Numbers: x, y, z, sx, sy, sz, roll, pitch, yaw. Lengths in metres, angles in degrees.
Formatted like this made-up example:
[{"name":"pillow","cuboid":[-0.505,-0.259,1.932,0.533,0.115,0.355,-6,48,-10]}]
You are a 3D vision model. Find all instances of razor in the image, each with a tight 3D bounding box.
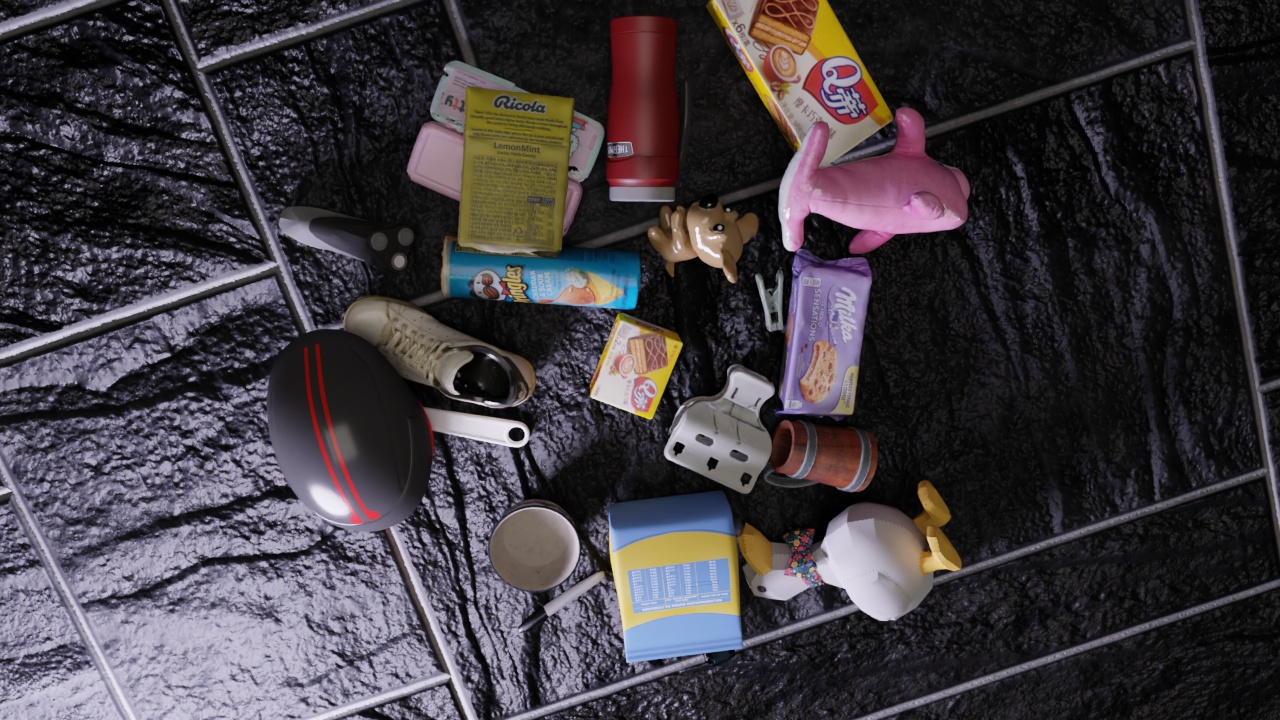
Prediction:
[{"name":"razor","cuboid":[-0.347,-0.147,1.073,0.156,0.060,0.057,15,89,13]}]

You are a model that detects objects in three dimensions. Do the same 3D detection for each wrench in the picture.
[{"name":"wrench","cuboid":[-0.274,0.071,1.143,0.273,0.018,0.066,11,102,-7]}]

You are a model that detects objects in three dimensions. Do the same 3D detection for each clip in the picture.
[{"name":"clip","cuboid":[0.162,-0.074,1.139,0.035,0.023,0.074,-10,105,-3]},{"name":"clip","cuboid":[0.110,0.077,1.159,0.125,0.092,0.151,25,85,-11]}]

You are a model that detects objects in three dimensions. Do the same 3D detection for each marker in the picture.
[{"name":"marker","cuboid":[-0.103,0.320,1.212,0.138,0.016,0.022,-34,134,3]}]

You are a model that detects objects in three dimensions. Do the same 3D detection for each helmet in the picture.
[{"name":"helmet","cuboid":[-0.329,0.092,1.046,0.164,0.170,0.265,-16,104,-2]}]

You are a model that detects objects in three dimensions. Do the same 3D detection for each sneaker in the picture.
[{"name":"sneaker","cuboid":[-0.241,0.000,1.085,0.241,0.102,0.089,22,100,-8]}]

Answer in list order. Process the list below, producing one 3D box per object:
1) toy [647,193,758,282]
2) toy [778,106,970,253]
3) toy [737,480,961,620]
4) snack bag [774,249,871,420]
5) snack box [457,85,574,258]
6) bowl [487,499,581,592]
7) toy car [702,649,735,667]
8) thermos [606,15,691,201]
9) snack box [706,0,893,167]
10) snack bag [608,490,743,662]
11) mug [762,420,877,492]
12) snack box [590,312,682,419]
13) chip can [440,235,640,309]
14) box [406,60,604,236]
[{"name":"toy","cuboid":[0.071,-0.146,1.085,0.108,0.133,0.106,0,128,23]},{"name":"toy","cuboid":[0.287,-0.187,1.047,0.265,0.127,0.187,-3,123,-22]},{"name":"toy","cuboid":[0.270,0.258,1.168,0.268,0.140,0.246,-29,122,27]},{"name":"snack bag","cuboid":[0.222,-0.030,1.135,0.096,0.058,0.205,5,99,-9]},{"name":"snack box","cuboid":[-0.141,-0.208,1.030,0.121,0.045,0.181,4,92,-7]},{"name":"bowl","cuboid":[-0.133,0.228,1.165,0.115,0.059,0.115,-1,103,-4]},{"name":"toy car","cuboid":[0.087,0.351,1.220,0.046,0.034,0.112,-26,96,-5]},{"name":"thermos","cuboid":[0.012,-0.284,1.056,0.107,0.084,0.199,-7,103,-37]},{"name":"snack box","cuboid":[0.185,-0.345,1.059,0.110,0.061,0.230,-34,102,3]},{"name":"snack bag","cuboid":[0.046,0.281,1.165,0.159,0.102,0.205,-7,101,-1]},{"name":"mug","cuboid":[0.220,0.128,1.160,0.111,0.081,0.118,12,138,-16]},{"name":"snack box","cuboid":[-0.007,0.007,1.124,0.083,0.061,0.106,20,101,-8]},{"name":"chip can","cuboid":[-0.117,-0.103,1.084,0.229,0.079,0.080,4,102,-6]},{"name":"box","cuboid":[-0.156,-0.243,1.068,0.201,0.044,0.155,21,99,-9]}]
